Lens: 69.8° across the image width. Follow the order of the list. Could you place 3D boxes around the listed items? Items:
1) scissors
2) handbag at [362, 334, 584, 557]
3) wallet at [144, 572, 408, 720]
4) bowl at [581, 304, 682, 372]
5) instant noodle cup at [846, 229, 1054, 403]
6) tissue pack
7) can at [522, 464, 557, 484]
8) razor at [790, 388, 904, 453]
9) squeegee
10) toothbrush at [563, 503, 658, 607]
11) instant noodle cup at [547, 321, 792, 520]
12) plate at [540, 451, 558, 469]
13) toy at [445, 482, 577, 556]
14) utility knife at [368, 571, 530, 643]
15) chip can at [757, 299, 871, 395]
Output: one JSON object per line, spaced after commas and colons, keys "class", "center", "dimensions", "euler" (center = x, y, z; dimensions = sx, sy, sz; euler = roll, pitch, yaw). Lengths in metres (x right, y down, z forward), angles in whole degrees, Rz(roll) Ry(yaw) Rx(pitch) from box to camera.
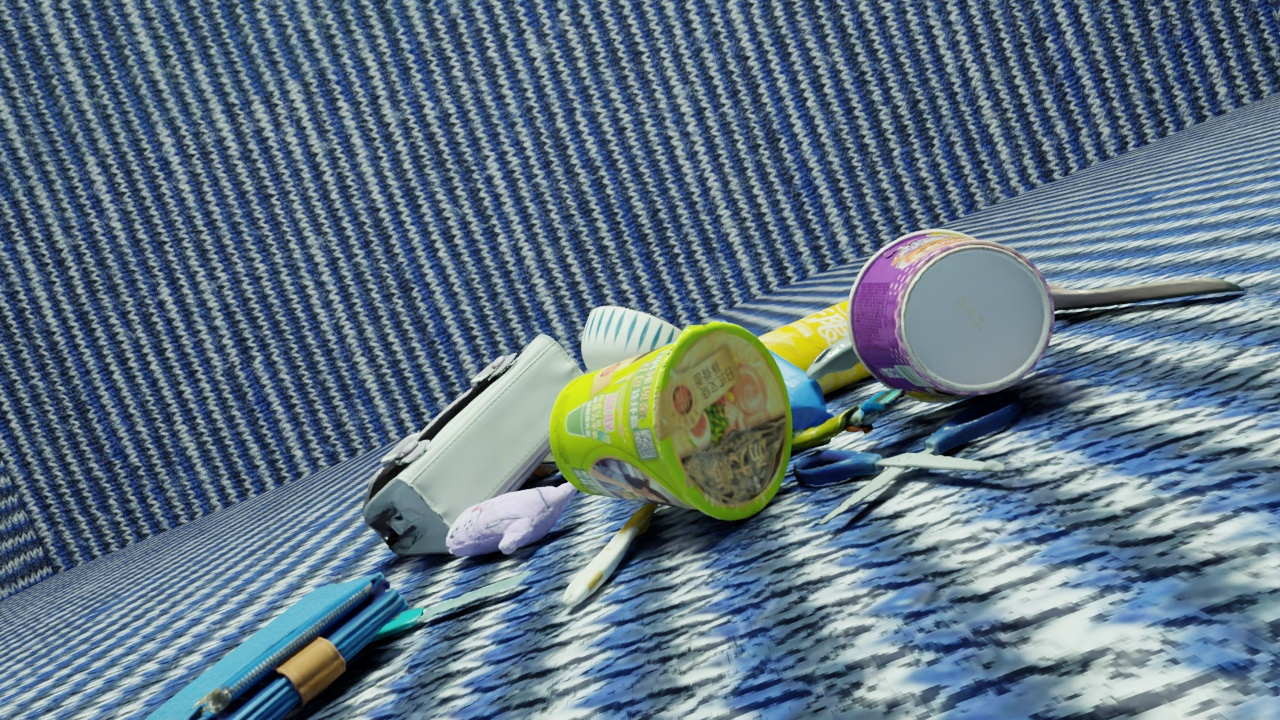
{"class": "scissors", "center": [0.144, 0.050, 0.488], "dimensions": [0.162, 0.012, 0.173], "euler": [-22, 2, -18]}
{"class": "handbag", "center": [-0.147, 0.078, 0.819], "dimensions": [0.196, 0.098, 0.145], "euler": [-47, 8, -38]}
{"class": "wallet", "center": [-0.206, 0.172, 0.516], "dimensions": [0.107, 0.040, 0.132], "euler": [-20, 13, 43]}
{"class": "bowl", "center": [-0.005, 0.005, 0.865], "dimensions": [0.117, 0.116, 0.066], "euler": [-15, 49, 61]}
{"class": "instant noodle cup", "center": [0.185, -0.026, 0.541], "dimensions": [0.111, 0.111, 0.099], "euler": [-21, 1, 5]}
{"class": "tissue pack", "center": [0.064, 0.028, 0.674], "dimensions": [0.094, 0.052, 0.157], "euler": [-22, 38, -27]}
{"class": "can", "center": [-0.161, 0.113, 0.957], "dimensions": [0.146, 0.058, 0.058], "euler": [-21, 4, 3]}
{"class": "razor", "center": [0.093, 0.047, 0.569], "dimensions": [0.143, 0.022, 0.042], "euler": [-18, -2, 30]}
{"class": "squeegee", "center": [0.231, -0.030, 0.665], "dimensions": [0.249, 0.040, 0.248], "euler": [-14, 3, -13]}
{"class": "toothbrush", "center": [-0.001, 0.104, 0.555], "dimensions": [0.016, 0.018, 0.191], "euler": [-22, 6, 25]}
{"class": "instant noodle cup", "center": [0.009, 0.040, 0.556], "dimensions": [0.111, 0.112, 0.124], "euler": [-25, 10, -42]}
{"class": "plate", "center": [-0.011, 0.073, 0.861], "dimensions": [0.163, 0.034, 0.164], "euler": [-25, 5, -34]}
{"class": "toy", "center": [-0.102, 0.121, 0.674], "dimensions": [0.108, 0.039, 0.083], "euler": [-17, 15, 41]}
{"class": "utility knife", "center": [-0.169, 0.168, 0.570], "dimensions": [0.223, 0.013, 0.029], "euler": [-21, 7, 10]}
{"class": "chip can", "center": [0.142, 0.000, 0.781], "dimensions": [0.213, 0.072, 0.072], "euler": [-23, 4, -8]}
